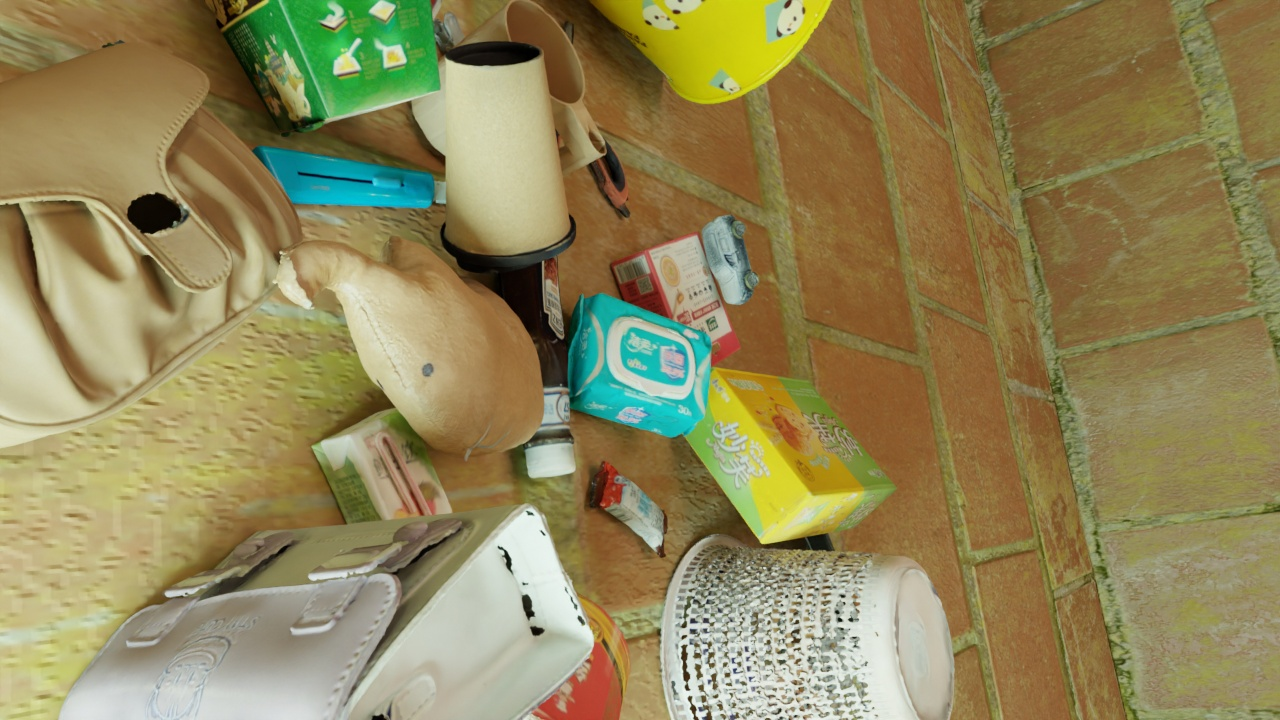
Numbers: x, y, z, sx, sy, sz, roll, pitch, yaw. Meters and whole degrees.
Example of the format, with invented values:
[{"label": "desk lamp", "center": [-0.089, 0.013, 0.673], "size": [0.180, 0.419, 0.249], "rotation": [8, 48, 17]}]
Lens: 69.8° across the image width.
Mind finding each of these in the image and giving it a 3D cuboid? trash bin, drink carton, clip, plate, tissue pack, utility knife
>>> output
[{"label": "trash bin", "center": [0.157, 0.256, 0.805], "size": [0.227, 0.193, 0.227], "rotation": [26, 56, -48]}, {"label": "drink carton", "center": [-0.147, 0.093, 0.561], "size": [0.053, 0.046, 0.122], "rotation": [-30, 102, -54]}, {"label": "clip", "center": [-0.145, -0.246, 0.726], "size": [0.057, 0.032, 0.025], "rotation": [63, 37, -23]}, {"label": "plate", "center": [0.204, 0.239, 0.977], "size": [0.179, 0.024, 0.179], "rotation": [-18, 89, -86]}, {"label": "tissue pack", "center": [-0.005, 0.004, 0.771], "size": [0.133, 0.050, 0.093], "rotation": [18, 62, -27]}, {"label": "trash bin", "center": [0.029, -0.411, 0.873], "size": [0.255, 0.230, 0.229], "rotation": [26, 57, -42]}, {"label": "utility knife", "center": [-0.171, -0.122, 0.638], "size": [0.213, 0.018, 0.034], "rotation": [-9, 84, -58]}]

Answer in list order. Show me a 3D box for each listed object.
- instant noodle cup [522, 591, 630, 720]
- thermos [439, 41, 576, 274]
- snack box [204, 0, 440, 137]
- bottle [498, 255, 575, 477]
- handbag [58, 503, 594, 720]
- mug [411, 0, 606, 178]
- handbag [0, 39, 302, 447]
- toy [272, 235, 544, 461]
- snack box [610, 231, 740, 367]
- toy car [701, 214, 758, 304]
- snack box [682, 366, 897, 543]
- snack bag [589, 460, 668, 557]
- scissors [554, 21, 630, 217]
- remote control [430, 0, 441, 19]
[{"label": "instant noodle cup", "center": [-0.072, 0.211, 0.555], "size": [0.138, 0.138, 0.108], "rotation": [61, 27, -18]}, {"label": "thermos", "center": [-0.091, -0.129, 0.603], "size": [0.092, 0.093, 0.143], "rotation": [-53, 149, -50]}, {"label": "snack box", "center": [-0.186, -0.202, 0.562], "size": [0.117, 0.118, 0.106], "rotation": [-29, 113, -36]}, {"label": "bottle", "center": [-0.078, -0.011, 0.692], "size": [0.080, 0.044, 0.194], "rotation": [44, 38, -76]}, {"label": "handbag", "center": [-0.145, 0.134, 0.412], "size": [0.144, 0.197, 0.098], "rotation": [-46, 117, -52]}, {"label": "mug", "center": [-0.096, -0.185, 0.683], "size": [0.124, 0.104, 0.084], "rotation": [60, 32, -11]}, {"label": "handbag", "center": [-0.251, -0.059, 0.421], "size": [0.148, 0.100, 0.203], "rotation": [61, 32, -23]}, {"label": "toy", "center": [-0.123, -0.007, 0.550], "size": [0.143, 0.082, 0.226], "rotation": [58, 6, 16]}, {"label": "snack box", "center": [0.036, -0.051, 0.885], "size": [0.113, 0.044, 0.127], "rotation": [-28, 99, -57]}, {"label": "toy car", "center": [0.087, -0.099, 0.902], "size": [0.034, 0.043, 0.090], "rotation": [-7, 76, -31]}, {"label": "snack box", "center": [0.144, 0.090, 0.903], "size": [0.209, 0.070, 0.157], "rotation": [7, 40, -54]}, {"label": "snack bag", "center": [-0.005, 0.125, 0.771], "size": [0.105, 0.026, 0.045], "rotation": [45, 34, -37]}, {"label": "scissors", "center": [-0.068, -0.219, 0.830], "size": [0.227, 0.015, 0.188], "rotation": [59, 37, -20]}, {"label": "remote control", "center": [-0.184, -0.244, 0.666], "size": [0.056, 0.020, 0.135], "rotation": [46, 43, -37]}]
